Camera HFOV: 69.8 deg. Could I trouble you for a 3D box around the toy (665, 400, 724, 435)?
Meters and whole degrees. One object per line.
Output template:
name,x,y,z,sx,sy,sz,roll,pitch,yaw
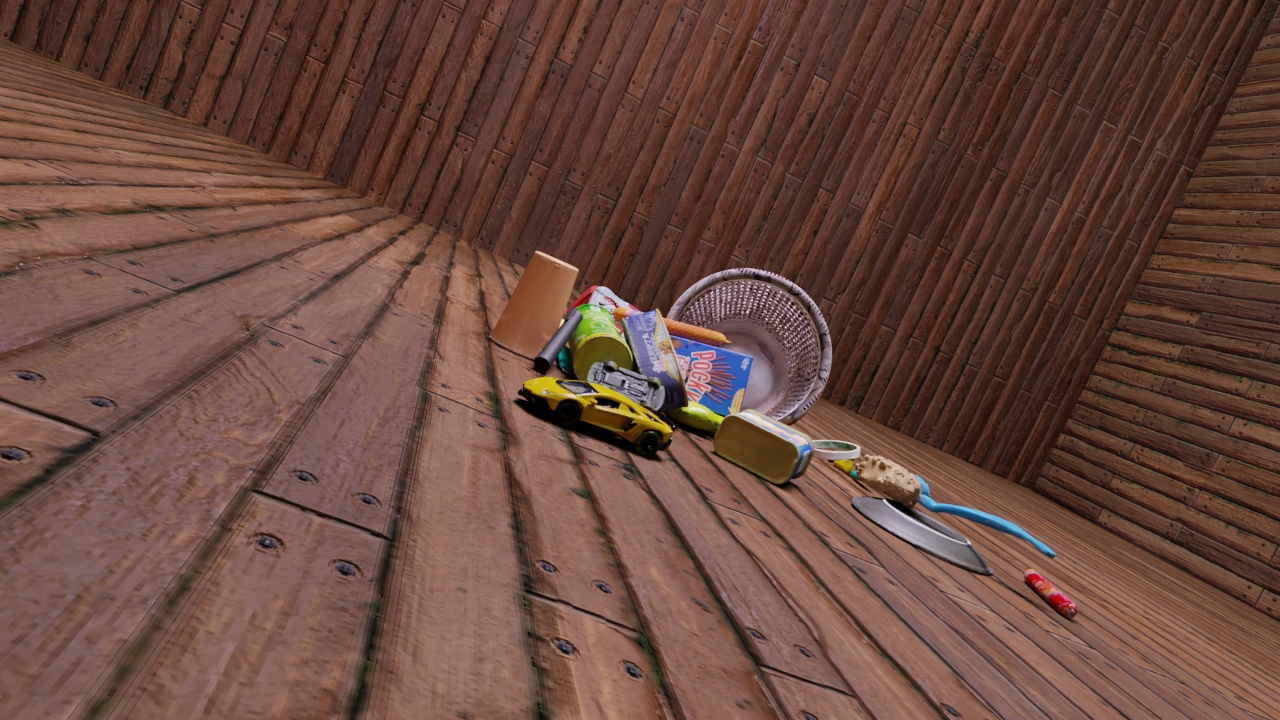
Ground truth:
toy,0.075,0.072,1.139,0.097,0.031,0.100,16,-8,44

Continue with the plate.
plate,0.338,0.201,1.099,0.179,0.024,0.179,24,5,-2

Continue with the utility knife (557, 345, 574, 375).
utility knife,-0.099,-0.001,1.198,0.029,0.013,0.164,29,7,-11

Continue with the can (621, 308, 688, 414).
can,0.016,0.001,1.118,0.049,0.075,0.148,-14,48,-4

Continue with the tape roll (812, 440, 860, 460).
tape roll,0.295,0.138,1.414,0.086,0.014,0.085,1,7,0

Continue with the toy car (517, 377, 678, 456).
toy car,-0.038,0.046,0.847,0.155,0.041,0.071,21,6,-24

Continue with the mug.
mug,-0.127,-0.068,1.132,0.078,0.123,0.078,24,5,-2

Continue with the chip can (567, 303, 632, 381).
chip can,-0.058,-0.021,1.180,0.072,0.072,0.221,23,10,-12

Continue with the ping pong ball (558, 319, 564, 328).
ping pong ball,-0.120,-0.041,1.343,0.040,0.040,0.040,24,5,-3

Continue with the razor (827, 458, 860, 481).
razor,0.323,0.163,1.372,0.043,0.028,0.132,4,5,-10

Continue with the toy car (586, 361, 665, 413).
toy car,-0.018,0.033,1.036,0.091,0.043,0.036,19,-36,-2

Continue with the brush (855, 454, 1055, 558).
brush,0.366,0.172,1.086,0.255,0.046,0.083,23,-1,45

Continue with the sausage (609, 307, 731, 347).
sausage,0.038,-0.043,1.200,0.165,0.021,0.021,15,5,5

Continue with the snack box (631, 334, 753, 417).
snack box,0.060,0.017,1.185,0.157,0.084,0.026,14,-12,3

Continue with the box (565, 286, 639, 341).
box,-0.014,-0.021,1.365,0.201,0.095,0.098,36,29,-27

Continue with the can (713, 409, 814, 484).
can,0.140,0.098,1.051,0.102,0.057,0.083,26,8,19

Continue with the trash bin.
trash bin,0.141,0.003,1.297,0.227,0.227,0.192,25,-7,6

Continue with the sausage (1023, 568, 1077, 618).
sausage,0.473,0.268,1.066,0.020,0.020,0.155,25,5,3

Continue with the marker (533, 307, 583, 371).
marker,-0.096,-0.027,1.099,0.020,0.022,0.131,1,29,17
